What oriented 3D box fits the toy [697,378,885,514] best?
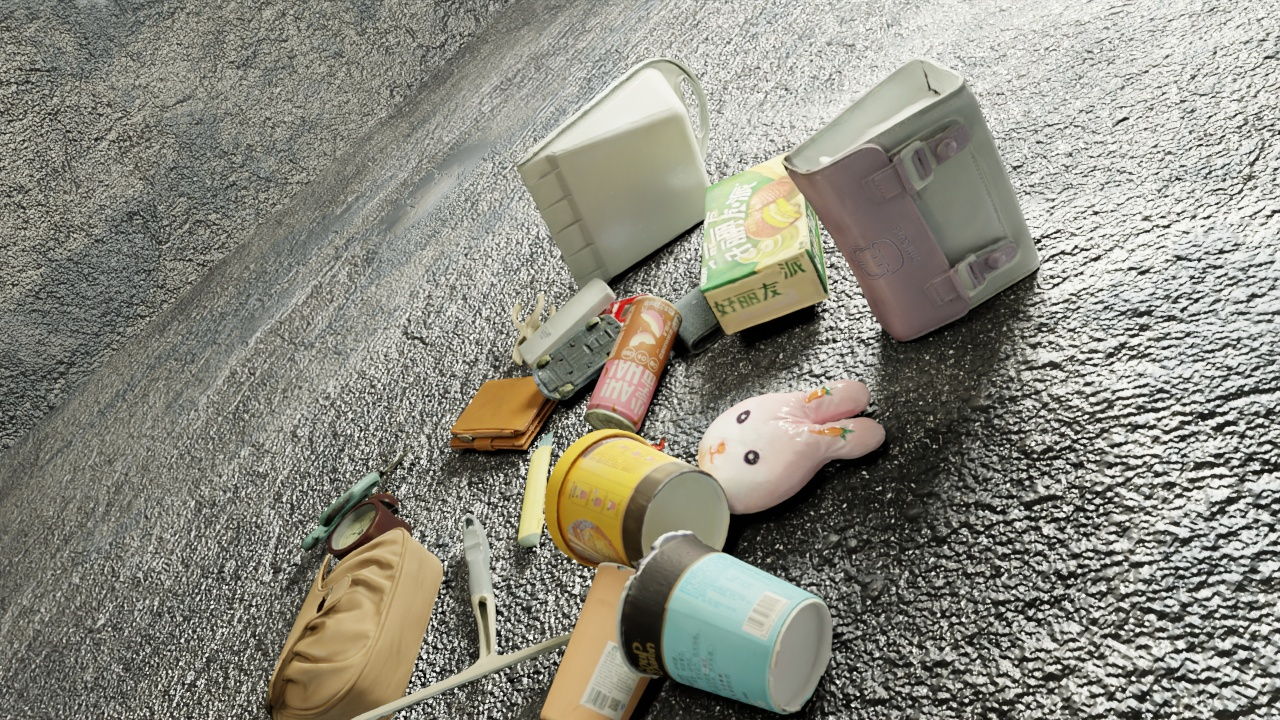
[{"bbox_3d":[0.121,0.067,0.769,0.160,0.054,0.121,-25,35,13],"label":"toy"}]

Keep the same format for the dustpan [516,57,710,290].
[{"bbox_3d":[-0.012,-0.248,1.150,0.258,0.223,0.142,-26,44,0],"label":"dustpan"}]

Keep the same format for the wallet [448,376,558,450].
[{"bbox_3d":[-0.157,0.061,1.075,0.132,0.031,0.107,-7,40,41],"label":"wallet"}]

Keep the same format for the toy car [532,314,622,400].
[{"bbox_3d":[-0.066,-0.002,1.040,0.120,0.037,0.054,-37,74,-9],"label":"toy car"}]

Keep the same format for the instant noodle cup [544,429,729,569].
[{"bbox_3d":[0.001,0.123,0.752,0.115,0.118,0.118,9,55,51],"label":"instant noodle cup"}]

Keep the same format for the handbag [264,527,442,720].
[{"bbox_3d":[-0.278,0.258,0.883,0.148,0.100,0.204,-25,31,22],"label":"handbag"}]

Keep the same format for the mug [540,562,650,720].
[{"bbox_3d":[-0.022,0.226,0.695,0.078,0.078,0.122,-1,52,44],"label":"mug"}]

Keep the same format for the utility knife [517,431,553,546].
[{"bbox_3d":[-0.107,0.130,0.950,0.031,0.019,0.174,-23,36,16],"label":"utility knife"}]

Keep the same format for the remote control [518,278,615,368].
[{"bbox_3d":[-0.089,-0.044,1.109,0.135,0.019,0.056,-43,30,-1],"label":"remote control"}]

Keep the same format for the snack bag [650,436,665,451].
[{"bbox_3d":[-0.009,0.113,0.862,0.045,0.026,0.105,-1,48,32],"label":"snack bag"}]

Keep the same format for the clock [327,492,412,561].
[{"bbox_3d":[-0.305,0.195,1.032,0.082,0.055,0.122,-36,30,4],"label":"clock"}]

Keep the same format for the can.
[{"bbox_3d":[-0.006,0.006,0.949,0.058,0.058,0.147,-4,54,43],"label":"can"}]

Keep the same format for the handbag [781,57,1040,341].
[{"bbox_3d":[0.228,-0.125,0.763,0.145,0.197,0.098,-33,32,10],"label":"handbag"}]

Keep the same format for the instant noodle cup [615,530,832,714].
[{"bbox_3d":[0.063,0.187,0.637,0.121,0.111,0.111,10,55,40],"label":"instant noodle cup"}]

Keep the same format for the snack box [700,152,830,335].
[{"bbox_3d":[0.130,-0.130,0.975,0.115,0.063,0.239,-20,32,20],"label":"snack box"}]

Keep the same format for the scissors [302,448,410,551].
[{"bbox_3d":[-0.334,0.159,1.086,0.174,0.019,0.177,-44,1,-17],"label":"scissors"}]

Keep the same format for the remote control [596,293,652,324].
[{"bbox_3d":[-0.043,-0.048,1.106,0.136,0.020,0.055,-11,42,37],"label":"remote control"}]

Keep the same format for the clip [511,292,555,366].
[{"bbox_3d":[-0.132,-0.045,1.182,0.089,0.035,0.104,-32,37,12],"label":"clip"}]

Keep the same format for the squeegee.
[{"bbox_3d":[-0.149,0.223,0.856,0.246,0.039,0.246,-21,26,-4],"label":"squeegee"}]

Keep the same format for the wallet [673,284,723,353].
[{"bbox_3d":[0.083,-0.064,1.003,0.121,0.019,0.097,-38,31,-3],"label":"wallet"}]
